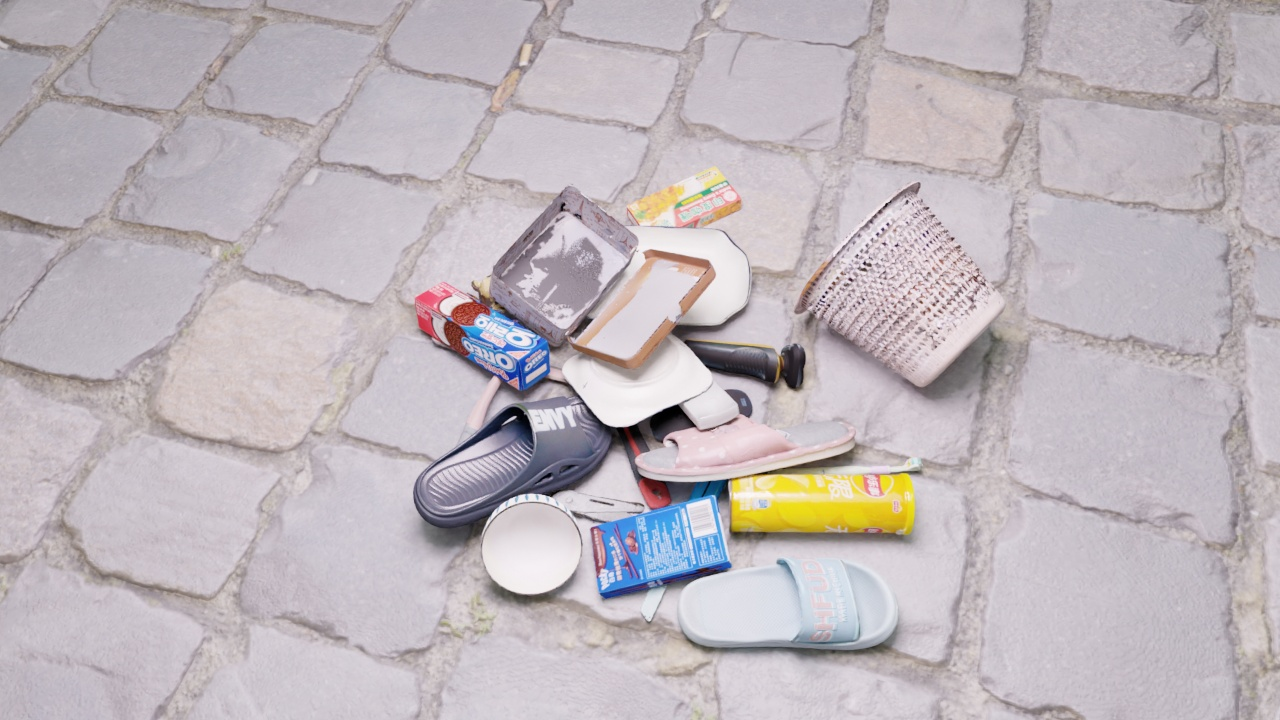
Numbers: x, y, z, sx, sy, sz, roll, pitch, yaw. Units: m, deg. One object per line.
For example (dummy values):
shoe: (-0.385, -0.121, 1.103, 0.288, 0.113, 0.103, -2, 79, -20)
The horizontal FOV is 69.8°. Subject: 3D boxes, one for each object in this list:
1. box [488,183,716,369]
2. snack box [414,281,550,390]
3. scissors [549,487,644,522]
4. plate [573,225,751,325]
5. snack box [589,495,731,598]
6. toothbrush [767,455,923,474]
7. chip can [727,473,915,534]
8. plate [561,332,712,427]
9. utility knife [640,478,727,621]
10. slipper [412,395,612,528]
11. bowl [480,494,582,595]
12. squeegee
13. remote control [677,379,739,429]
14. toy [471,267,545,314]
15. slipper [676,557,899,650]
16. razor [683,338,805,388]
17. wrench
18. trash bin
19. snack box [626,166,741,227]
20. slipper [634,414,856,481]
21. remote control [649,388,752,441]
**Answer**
box: (-0.054, -0.098, 1.194, 0.274, 0.125, 0.178, 30, 67, 24)
snack box: (-0.213, -0.036, 1.231, 0.207, 0.057, 0.058, 29, 47, 28)
scissors: (-0.103, 0.158, 1.136, 0.205, 0.015, 0.196, -22, 61, -19)
plate: (0.022, -0.114, 1.291, 0.266, 0.034, 0.161, 2, 63, 3)
snack box: (0.022, 0.219, 1.077, 0.157, 0.026, 0.084, -16, 56, 7)
toothbrush: (0.252, 0.135, 1.136, 0.189, 0.029, 0.020, -5, 98, 3)
chip can: (0.210, 0.168, 1.086, 0.213, 0.072, 0.072, 0, 58, 4)
plate: (-0.007, 0.007, 1.175, 0.163, 0.034, 0.164, -24, 43, -20)
utility knife: (0.053, 0.213, 1.100, 0.034, 0.018, 0.215, 22, 63, 16)
slipper: (-0.145, 0.109, 1.103, 0.267, 0.083, 0.110, -25, 62, -25)
bowl: (-0.127, 0.208, 1.074, 0.116, 0.116, 0.066, -12, 14, -4)
squeegee: (-0.212, 0.083, 1.188, 0.248, 0.040, 0.249, 16, 61, 12)
remote control: (0.075, 0.046, 1.162, 0.056, 0.019, 0.135, -20, 26, -11)
toy: (-0.159, -0.115, 1.293, 0.156, 0.066, 0.105, -29, 66, -33)
slipper: (0.163, 0.268, 1.025, 0.245, 0.074, 0.103, -5, 57, 3)
razor: (0.136, -0.004, 1.217, 0.167, 0.062, 0.067, 8, 28, 15)
wrench: (-0.019, 0.071, 1.192, 0.056, 0.016, 0.273, -10, 57, -17)
trash bin: (0.341, -0.082, 1.167, 0.227, 0.228, 0.192, -40, 76, -20)
snack box: (0.065, -0.229, 1.371, 0.155, 0.027, 0.077, -26, 61, -12)
slipper: (0.128, 0.098, 1.117, 0.274, 0.114, 0.054, -8, 101, -5)
remote control: (0.079, 0.068, 1.185, 0.136, 0.024, 0.053, -16, 59, -6)
